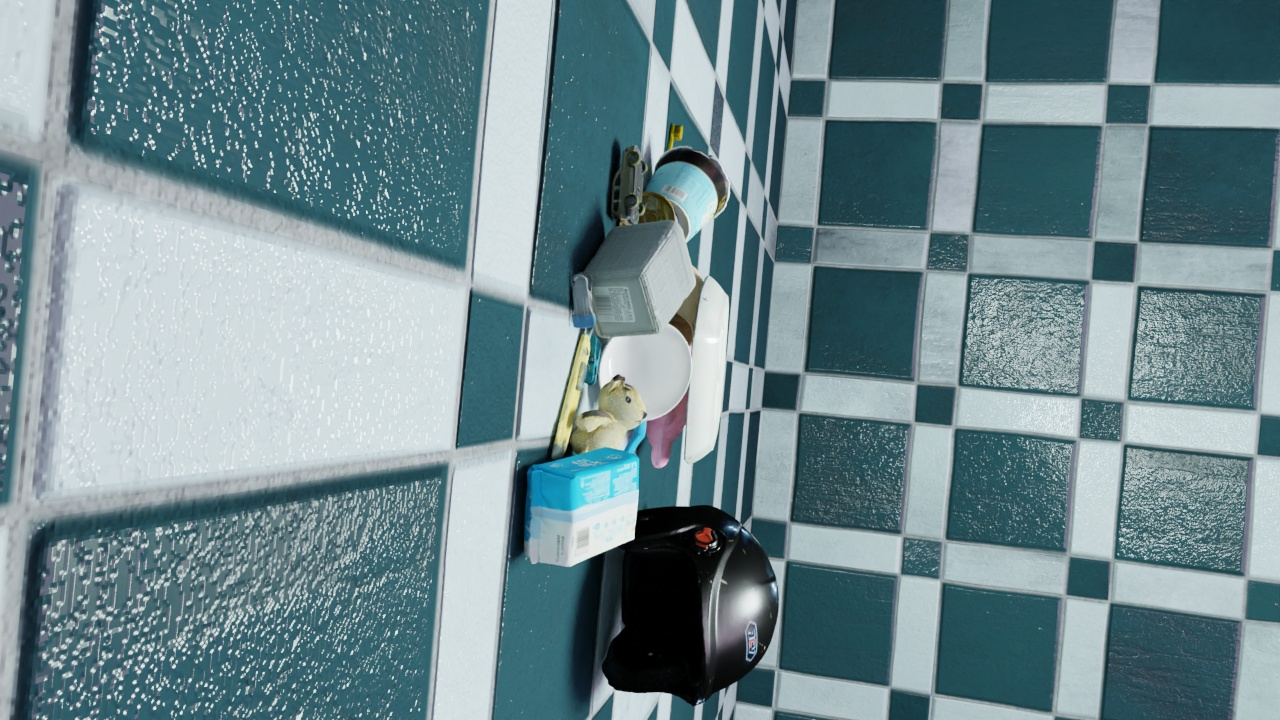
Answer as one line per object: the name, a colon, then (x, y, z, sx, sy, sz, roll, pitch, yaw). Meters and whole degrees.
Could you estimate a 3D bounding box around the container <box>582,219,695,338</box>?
container: (-0.004, -0.085, 0.999, 0.114, 0.090, 0.090, -59, 138, -51)

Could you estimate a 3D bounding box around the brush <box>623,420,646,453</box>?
brush: (-0.016, 0.106, 1.130, 0.045, 0.083, 0.254, 23, 77, -31)

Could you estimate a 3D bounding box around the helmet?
helmet: (0.067, 0.305, 1.177, 0.275, 0.229, 0.234, -144, -130, -59)

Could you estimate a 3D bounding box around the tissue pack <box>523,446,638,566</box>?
tissue pack: (-0.057, 0.137, 0.884, 0.139, 0.063, 0.090, -9, 105, -55)

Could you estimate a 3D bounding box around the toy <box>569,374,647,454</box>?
toy: (-0.044, 0.093, 0.973, 0.157, 0.066, 0.105, -65, 159, -14)

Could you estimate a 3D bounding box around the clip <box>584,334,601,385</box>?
clip: (-0.054, 0.000, 1.010, 0.040, 0.014, 0.056, 49, 46, -71)

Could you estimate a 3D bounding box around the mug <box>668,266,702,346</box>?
mug: (0.027, -0.086, 1.215, 0.124, 0.084, 0.103, 52, 36, -32)

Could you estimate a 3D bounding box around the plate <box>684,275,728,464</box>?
plate: (0.093, 0.018, 1.247, 0.161, 0.034, 0.266, -64, 158, -62)

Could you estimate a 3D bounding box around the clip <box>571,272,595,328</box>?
clip: (-0.060, -0.062, 0.943, 0.033, 0.025, 0.057, -54, 141, -73)

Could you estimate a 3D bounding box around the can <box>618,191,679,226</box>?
can: (0.010, -0.125, 1.104, 0.049, 0.075, 0.148, -3, 97, -80)

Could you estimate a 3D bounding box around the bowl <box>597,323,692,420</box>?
bowl: (-0.006, 0.006, 1.075, 0.065, 0.118, 0.118, -159, -111, -62)

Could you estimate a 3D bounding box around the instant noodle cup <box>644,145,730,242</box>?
instant noodle cup: (0.048, -0.204, 1.196, 0.120, 0.111, 0.111, -59, 152, -47)

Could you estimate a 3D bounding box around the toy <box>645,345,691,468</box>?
toy: (0.043, 0.036, 1.305, 0.194, 0.074, 0.179, -74, 171, -51)

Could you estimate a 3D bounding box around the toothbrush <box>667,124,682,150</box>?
toothbrush: (0.038, -0.259, 1.301, 0.016, 0.017, 0.189, 69, 29, -61)

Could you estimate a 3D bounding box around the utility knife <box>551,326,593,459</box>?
utility knife: (-0.067, 0.013, 0.966, 0.031, 0.021, 0.206, 72, 21, -58)

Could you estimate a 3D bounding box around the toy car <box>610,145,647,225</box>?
toy car: (-0.013, -0.203, 1.060, 0.042, 0.035, 0.090, 28, 68, -78)
